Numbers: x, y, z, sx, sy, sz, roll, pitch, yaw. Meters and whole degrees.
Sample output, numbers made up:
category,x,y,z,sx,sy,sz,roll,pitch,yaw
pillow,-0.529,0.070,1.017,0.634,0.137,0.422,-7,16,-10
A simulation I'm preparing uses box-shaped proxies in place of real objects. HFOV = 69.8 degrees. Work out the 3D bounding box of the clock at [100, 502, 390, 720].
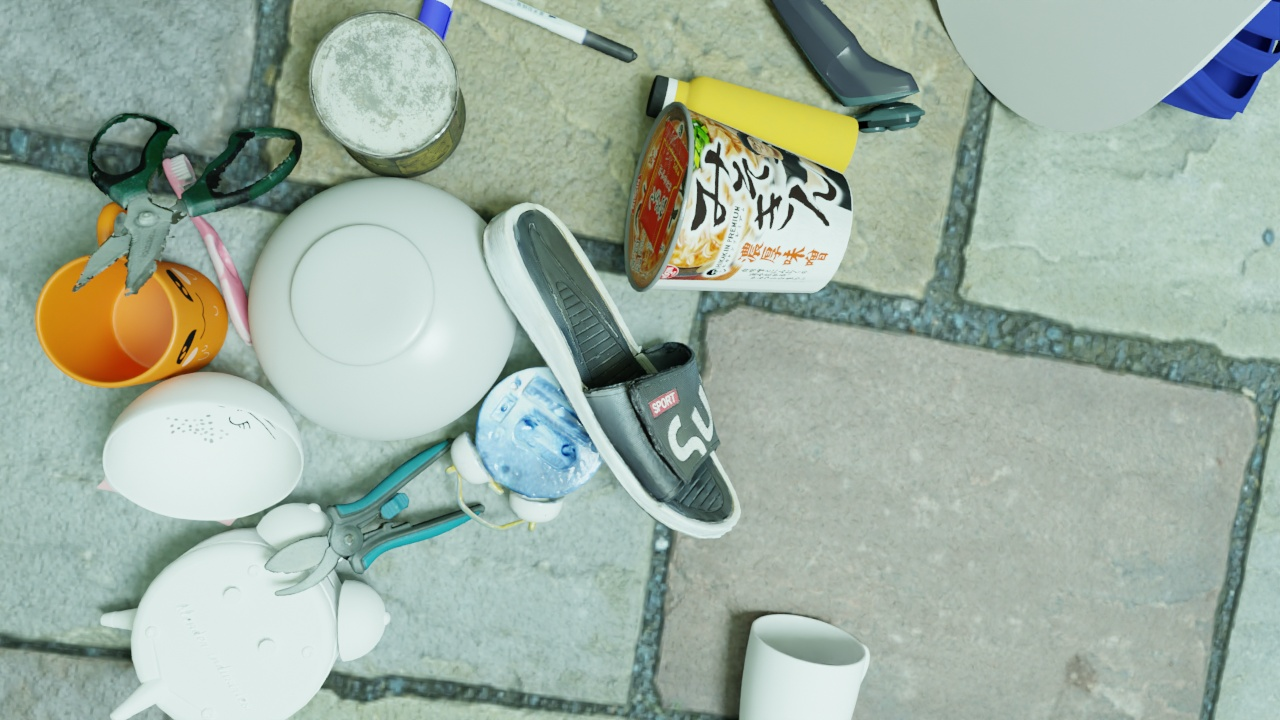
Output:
category,x,y,z,sx,sy,sz,roll,pitch,yaw
clock,-0.258,0.176,0.599,0.161,0.073,0.125,-31,96,-5

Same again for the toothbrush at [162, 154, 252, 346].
category,x,y,z,sx,sy,sz,roll,pitch,yaw
toothbrush,-0.283,-0.073,0.610,0.016,0.021,0.135,-23,93,3

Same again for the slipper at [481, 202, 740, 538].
category,x,y,z,sx,sy,sz,roll,pitch,yaw
slipper,-0.004,0.004,0.605,0.063,0.111,0.264,-33,93,29

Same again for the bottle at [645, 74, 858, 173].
category,x,y,z,sx,sy,sz,roll,pitch,yaw
bottle,0.076,-0.166,0.641,0.143,0.043,0.043,13,91,-8

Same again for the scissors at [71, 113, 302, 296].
category,x,y,z,sx,sy,sz,roll,pitch,yaw
scissors,-0.262,-0.096,0.547,0.137,0.209,0.015,-2,132,-19

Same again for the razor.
category,x,y,z,sx,sy,sz,roll,pitch,yaw
razor,0.144,-0.217,0.649,0.052,0.047,0.143,-40,95,20

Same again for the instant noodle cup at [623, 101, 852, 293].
category,x,y,z,sx,sy,sz,roll,pitch,yaw
instant noodle cup,0.066,-0.097,0.612,0.121,0.124,0.123,9,92,-17

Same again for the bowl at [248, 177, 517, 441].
category,x,y,z,sx,sy,sz,roll,pitch,yaw
bowl,-0.170,-0.037,0.587,0.176,0.066,0.176,0,84,-1

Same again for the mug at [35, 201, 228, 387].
category,x,y,z,sx,sy,sz,roll,pitch,yaw
mug,-0.312,-0.042,0.568,0.077,0.096,0.112,-7,94,-7

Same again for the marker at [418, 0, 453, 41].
category,x,y,z,sx,sy,sz,roll,pitch,yaw
marker,-0.124,-0.282,0.621,0.020,0.020,0.141,17,91,-8

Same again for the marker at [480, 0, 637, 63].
category,x,y,z,sx,sy,sz,roll,pitch,yaw
marker,-0.072,-0.234,0.623,0.152,0.011,0.011,18,90,-17

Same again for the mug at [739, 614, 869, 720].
category,x,y,z,sx,sy,sz,roll,pitch,yaw
mug,0.123,0.238,0.659,0.114,0.081,0.088,3,100,-39

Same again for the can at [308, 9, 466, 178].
category,x,y,z,sx,sy,sz,roll,pitch,yaw
can,-0.160,-0.169,0.594,0.090,0.074,0.090,0,91,-8

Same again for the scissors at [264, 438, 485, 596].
category,x,y,z,sx,sy,sz,roll,pitch,yaw
scissors,-0.167,0.104,0.609,0.126,0.019,0.154,29,67,-27

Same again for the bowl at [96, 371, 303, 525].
category,x,y,z,sx,sy,sz,roll,pitch,yaw
bowl,-0.275,0.048,0.586,0.114,0.050,0.115,-9,137,-9

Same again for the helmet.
category,x,y,z,sx,sy,sz,roll,pitch,yaw
helmet,0.379,-0.287,0.583,0.147,0.228,0.241,-28,90,-17

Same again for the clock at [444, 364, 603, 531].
category,x,y,z,sx,sy,sz,roll,pitch,yaw
clock,-0.076,0.059,0.628,0.089,0.052,0.125,38,88,-8

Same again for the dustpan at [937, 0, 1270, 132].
category,x,y,z,sx,sy,sz,roll,pitch,yaw
dustpan,0.270,-0.245,0.555,0.053,0.258,0.191,-37,79,-5
